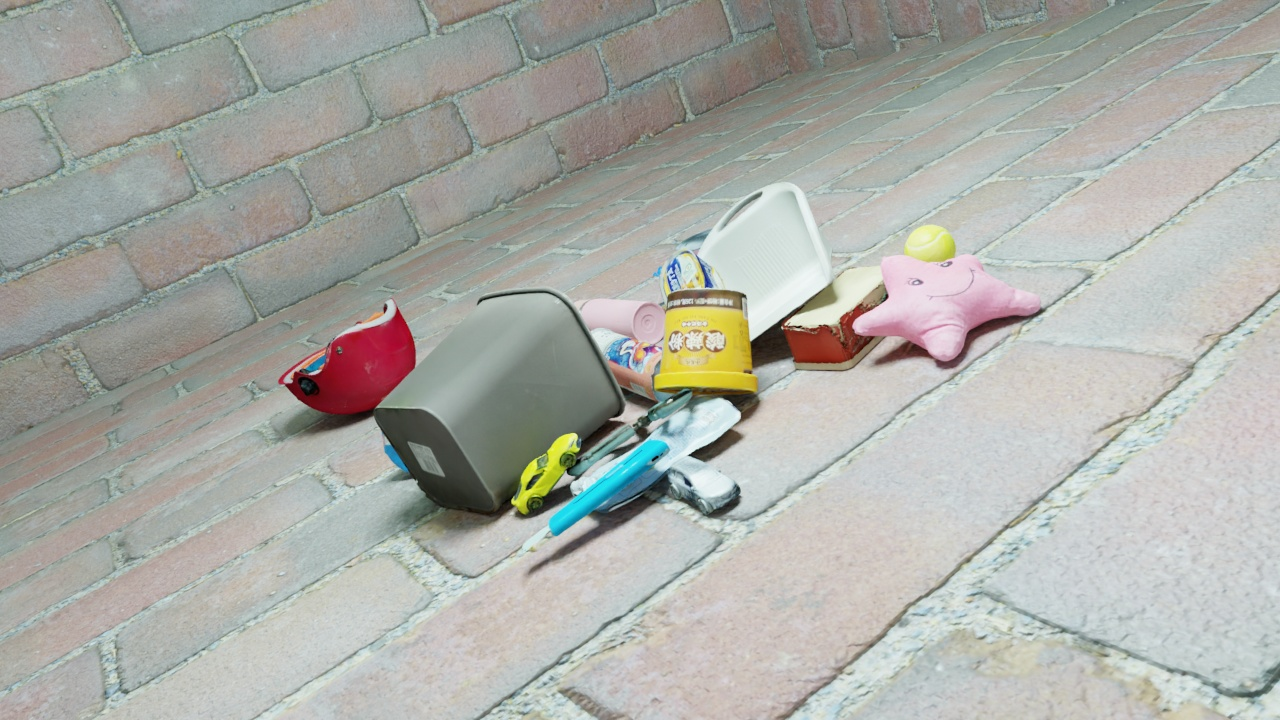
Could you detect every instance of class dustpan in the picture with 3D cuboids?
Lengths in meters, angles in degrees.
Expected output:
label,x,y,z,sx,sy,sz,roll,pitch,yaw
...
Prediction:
label,x,y,z,sx,sy,sz,roll,pitch,yaw
dustpan,0.144,-0.131,1.229,0.223,0.142,0.257,-38,4,29

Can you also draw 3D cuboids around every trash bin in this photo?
label,x,y,z,sx,sy,sz,roll,pitch,yaw
trash bin,-0.175,0.052,1.103,0.199,0.199,0.219,-1,35,46

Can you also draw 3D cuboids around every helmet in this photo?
label,x,y,z,sx,sy,sz,roll,pitch,yaw
helmet,-0.486,0.018,1.569,0.241,0.144,0.206,-28,15,24

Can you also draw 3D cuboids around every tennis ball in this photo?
label,x,y,z,sx,sy,sz,roll,pitch,yaw
tennis ball,0.384,-0.146,1.216,0.065,0.065,0.065,-19,20,7

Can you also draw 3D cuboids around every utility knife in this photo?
label,x,y,z,sx,sy,sz,roll,pitch,yaw
utility knife,-0.047,0.135,0.912,0.178,0.018,0.034,-36,22,-16

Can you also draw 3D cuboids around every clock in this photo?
label,x,y,z,sx,sy,sz,roll,pitch,yaw
clock,0.142,-0.191,1.590,0.159,0.060,0.117,-11,21,30

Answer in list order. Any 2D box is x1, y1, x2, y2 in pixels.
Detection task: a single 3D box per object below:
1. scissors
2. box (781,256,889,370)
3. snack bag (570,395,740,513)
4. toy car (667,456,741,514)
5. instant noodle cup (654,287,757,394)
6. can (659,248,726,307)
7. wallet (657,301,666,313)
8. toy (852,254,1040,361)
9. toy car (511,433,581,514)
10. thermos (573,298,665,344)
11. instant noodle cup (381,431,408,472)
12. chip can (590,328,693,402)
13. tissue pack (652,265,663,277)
label,x,y,z,sx,sy,sz,roll,pitch,yaw
scissors,-0.015,0.082,1.033,0.179,0.019,0.170,-35,-1,-14
box,0.251,-0.061,1.112,0.091,0.077,0.167,0,29,47
snack bag,0.014,0.102,0.989,0.190,0.039,0.110,-35,26,-26
toy car,0.061,0.120,0.901,0.042,0.034,0.091,-25,21,-21
instant noodle cup,0.077,-0.020,1.063,0.118,0.114,0.118,2,-6,0
can,0.071,-0.094,1.241,0.075,0.049,0.148,-45,31,20
wallet,0.077,-0.073,1.389,0.090,0.033,0.115,-29,25,-26
toy,0.326,-0.069,1.040,0.194,0.075,0.178,-26,43,-17
toy car,-0.105,0.121,1.011,0.105,0.032,0.048,-51,17,4
thermos,-0.051,-0.064,1.426,0.087,0.067,0.199,6,3,-37
instant noodle cup,-0.285,0.090,1.253,0.099,0.099,0.109,-16,14,14
chip can,-0.007,0.007,1.206,0.071,0.071,0.215,-29,22,-21
tissue pack,0.101,-0.130,1.427,0.157,0.052,0.094,5,11,8
